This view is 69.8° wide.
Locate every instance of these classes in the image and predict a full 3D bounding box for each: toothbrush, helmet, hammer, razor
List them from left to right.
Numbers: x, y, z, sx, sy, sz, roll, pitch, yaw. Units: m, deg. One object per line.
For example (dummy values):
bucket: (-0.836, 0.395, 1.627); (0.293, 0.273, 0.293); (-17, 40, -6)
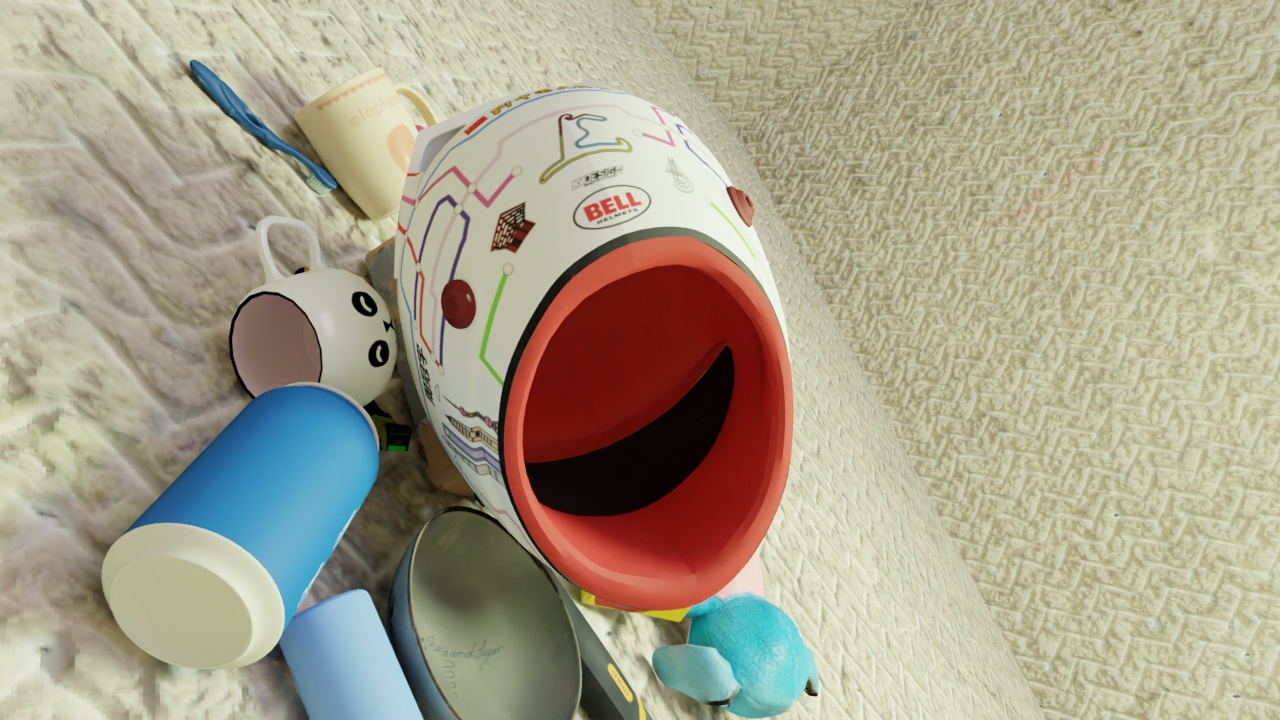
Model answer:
toothbrush: (-0.286, -0.174, 0.695); (0.132, 0.016, 0.021); (44, 22, -28)
razor: (-0.199, -0.001, 0.622); (0.144, 0.021, 0.044); (61, 1, 8)
helmet: (-0.034, -0.020, 0.597); (0.236, 0.230, 0.315); (-134, -153, -56)
hammer: (-0.017, 0.246, 0.662); (0.312, 0.035, 0.139); (57, 20, 0)

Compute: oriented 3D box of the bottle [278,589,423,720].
bottle: (-0.132, 0.182, 0.451); (0.131, 0.048, 0.048); (62, 19, 13)

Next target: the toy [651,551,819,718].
toy: (0.090, 0.235, 0.838); (0.223, 0.099, 0.191); (19, 36, -43)

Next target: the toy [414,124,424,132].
toy: (-0.215, -0.195, 0.850); (0.102, 0.050, 0.065); (28, 12, 38)

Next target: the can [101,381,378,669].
can: (-0.185, 0.074, 0.445); (0.079, 0.079, 0.145); (51, 20, -18)

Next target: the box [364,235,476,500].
box: (-0.128, 0.006, 0.723); (0.156, 0.071, 0.216); (2, 55, -42)

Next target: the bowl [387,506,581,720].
bowl: (-0.102, 0.165, 0.540); (0.151, 0.057, 0.150); (48, 20, -25)

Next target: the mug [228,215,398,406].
mug: (-0.195, -0.027, 0.549); (0.076, 0.090, 0.124); (-24, 99, -63)

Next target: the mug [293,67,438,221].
mug: (-0.211, -0.181, 0.762); (0.111, 0.085, 0.104); (-44, 113, -41)

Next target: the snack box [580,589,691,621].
snack box: (-0.010, 0.127, 0.801); (0.092, 0.042, 0.200); (18, 35, -21)
